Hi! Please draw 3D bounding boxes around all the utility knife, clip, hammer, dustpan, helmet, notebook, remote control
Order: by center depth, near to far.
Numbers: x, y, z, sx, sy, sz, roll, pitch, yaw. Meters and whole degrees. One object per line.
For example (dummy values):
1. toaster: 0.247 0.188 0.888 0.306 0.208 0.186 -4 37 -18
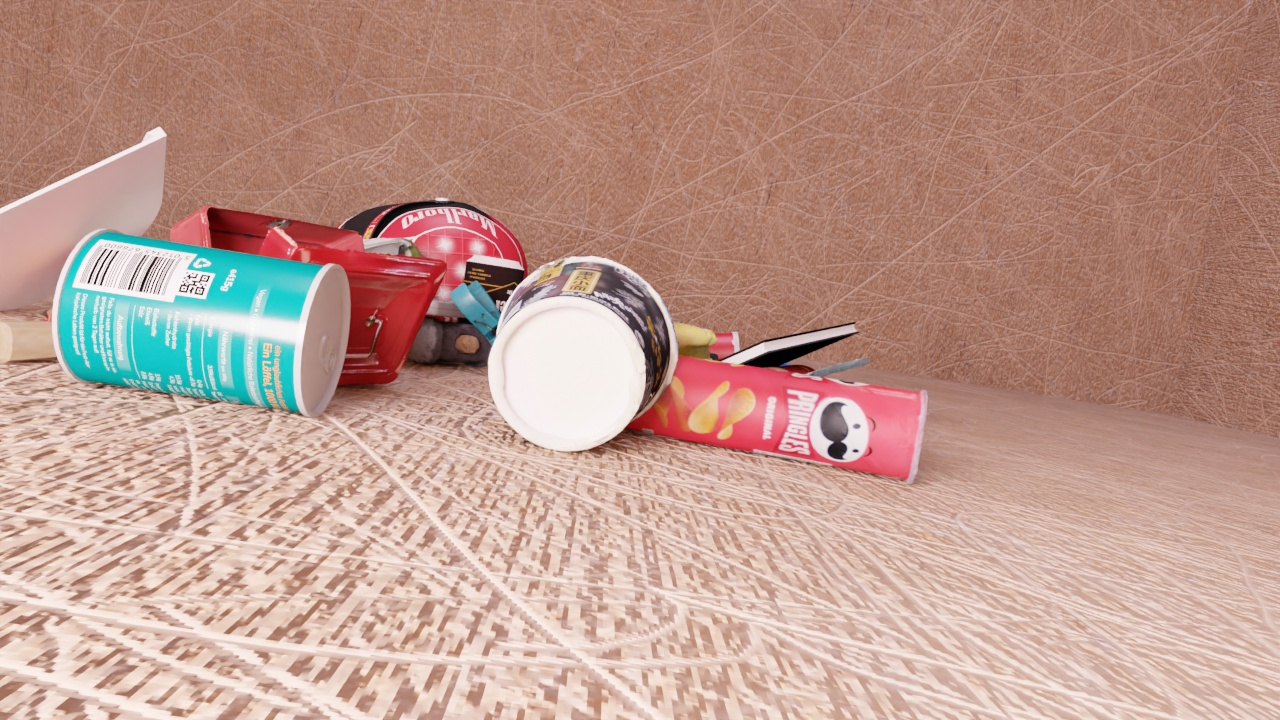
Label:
1. hammer: -0.366 -0.020 0.753 0.117 0.051 0.322 9 6 22
2. utility knife: 0.096 0.026 0.779 0.226 0.015 0.031 -20 -26 40
3. dustpan: -0.541 -0.129 0.838 0.191 0.053 0.258 -40 7 -31
4. notebook: 0.101 0.004 0.857 0.149 0.016 0.206 -25 -8 34
5. remote control: -0.232 -0.060 1.007 0.074 0.019 0.151 6 2 8
6. clip: -0.162 -0.041 1.024 0.130 0.031 0.121 50 4 -24
7. hammer: -0.311 -0.035 1.111 0.329 0.052 0.098 8 2 39
8. helmet: -0.285 -0.119 1.241 0.270 0.197 0.225 2 2 -26

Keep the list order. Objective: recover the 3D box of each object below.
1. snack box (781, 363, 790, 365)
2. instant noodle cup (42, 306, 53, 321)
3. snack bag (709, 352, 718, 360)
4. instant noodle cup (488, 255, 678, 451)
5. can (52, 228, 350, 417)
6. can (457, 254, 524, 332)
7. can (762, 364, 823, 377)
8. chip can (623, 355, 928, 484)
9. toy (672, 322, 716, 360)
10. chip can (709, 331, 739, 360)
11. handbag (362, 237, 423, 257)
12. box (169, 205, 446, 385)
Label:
1. snack box: 0.072 0.016 1.128 0.239 0.056 0.195 8 4 4
2. instant noodle cup: -0.466 -0.063 0.881 0.178 0.078 0.178 9 4 -1
3. snack bag: 0.001 0.012 0.964 0.155 0.075 0.018 9 40 -2
4. instant noodle cup: -0.046 0.000 0.646 0.137 0.137 0.112 9 12 2
5. can: -0.272 -0.023 0.584 0.144 0.099 0.099 9 4 -3
6. can: -0.187 -0.062 1.132 0.072 0.128 0.072 9 4 -1
7. can: 0.139 0.038 0.880 0.067 0.067 0.170 10 4 19
8. chip can: 0.100 0.040 0.721 0.233 0.073 0.073 9 4 12
9. toy: -0.005 0.005 0.863 0.155 0.064 0.170 -15 -13 -2
10. chip can: -0.001 -0.003 1.004 0.215 0.052 0.052 -1 4 1
11. handbag: -0.368 -0.088 1.067 0.199 0.096 0.141 -3 14 28
12. box: -0.278 -0.053 0.737 0.156 0.147 0.157 32 14 27
